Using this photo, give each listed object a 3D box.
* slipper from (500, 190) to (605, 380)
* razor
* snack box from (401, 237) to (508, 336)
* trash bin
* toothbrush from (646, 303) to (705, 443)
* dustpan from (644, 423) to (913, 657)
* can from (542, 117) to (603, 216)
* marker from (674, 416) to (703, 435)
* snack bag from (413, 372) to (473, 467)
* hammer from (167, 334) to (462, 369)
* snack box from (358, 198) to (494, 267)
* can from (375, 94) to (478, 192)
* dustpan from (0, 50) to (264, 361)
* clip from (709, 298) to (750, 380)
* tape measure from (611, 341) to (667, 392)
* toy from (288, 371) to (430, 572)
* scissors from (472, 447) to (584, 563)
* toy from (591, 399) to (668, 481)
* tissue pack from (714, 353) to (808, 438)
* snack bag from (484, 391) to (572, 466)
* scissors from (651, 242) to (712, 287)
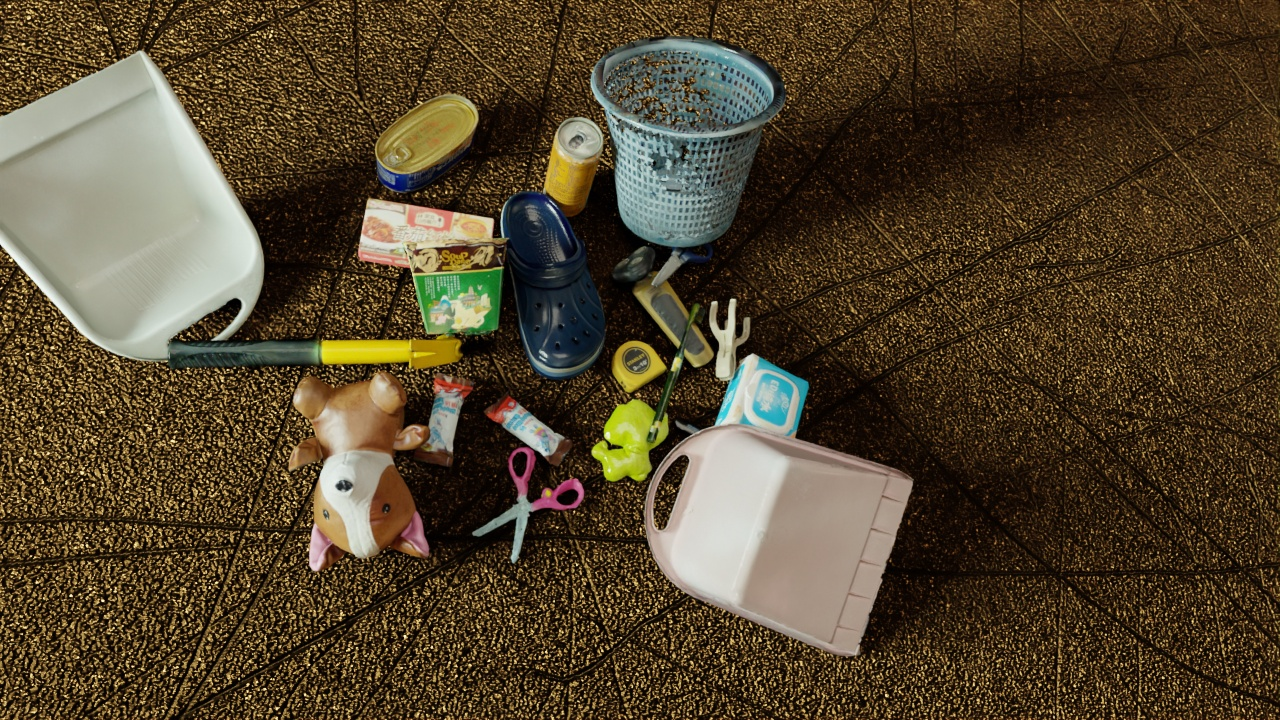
[{"bbox_3d":[-0.103,-0.103,1.100,0.105,0.095,0.252,-10,67,-17],"label":"slipper"},{"bbox_3d":[0.032,-0.064,1.139,0.062,0.067,0.167,-36,87,-3],"label":"razor"},{"bbox_3d":[-0.208,-0.085,1.045,0.118,0.117,0.105,-3,97,-11],"label":"snack box"},{"bbox_3d":[0.051,-0.256,1.128,0.226,0.195,0.226,2,45,-2],"label":"trash bin"},{"bbox_3d":[0.043,0.014,1.093,0.017,0.012,0.185,32,67,-29],"label":"toothbrush"},{"bbox_3d":[0.151,0.187,1.048,0.273,0.139,0.222,25,85,-33],"label":"dustpan"},{"bbox_3d":[-0.084,-0.234,1.127,0.058,0.146,0.058,4,70,-11],"label":"can"},{"bbox_3d":[0.096,0.101,1.110,0.124,0.015,0.018,29,59,-3],"label":"marker"},{"bbox_3d":[-0.221,0.067,1.032,0.048,0.026,0.104,11,64,3],"label":"snack bag"},{"bbox_3d":[-0.344,-0.009,0.988,0.300,0.129,0.033,-1,94,-10],"label":"hammer"},{"bbox_3d":[-0.258,-0.147,1.112,0.153,0.026,0.075,8,66,-12],"label":"snack box"},{"bbox_3d":[-0.267,-0.272,1.148,0.074,0.049,0.147,42,64,5],"label":"can"},{"bbox_3d":[-0.517,-0.134,0.944,0.143,0.258,0.222,35,60,27],"label":"dustpan"},{"bbox_3d":[0.105,-0.034,1.135,0.035,0.096,0.101,-4,36,27],"label":"clip"},{"bbox_3d":[-0.007,0.006,1.114,0.059,0.029,0.057,-32,80,-24],"label":"tape measure"},{"bbox_3d":[-0.288,0.112,0.945,0.140,0.130,0.199,-5,78,-1],"label":"toy"},{"bbox_3d":[-0.131,0.155,1.026,0.133,0.017,0.125,-26,79,-20],"label":"scissors"},{"bbox_3d":[-0.011,0.092,1.076,0.096,0.031,0.100,1,71,-18],"label":"toy"},{"bbox_3d":[0.146,0.064,1.103,0.090,0.063,0.139,26,53,-4],"label":"tissue pack"},{"bbox_3d":[-0.127,0.079,1.051,0.105,0.026,0.045,37,40,2],"label":"snack bag"},{"bbox_3d":[0.055,-0.120,1.151,0.105,0.012,0.174,22,37,-18],"label":"scissors"}]
